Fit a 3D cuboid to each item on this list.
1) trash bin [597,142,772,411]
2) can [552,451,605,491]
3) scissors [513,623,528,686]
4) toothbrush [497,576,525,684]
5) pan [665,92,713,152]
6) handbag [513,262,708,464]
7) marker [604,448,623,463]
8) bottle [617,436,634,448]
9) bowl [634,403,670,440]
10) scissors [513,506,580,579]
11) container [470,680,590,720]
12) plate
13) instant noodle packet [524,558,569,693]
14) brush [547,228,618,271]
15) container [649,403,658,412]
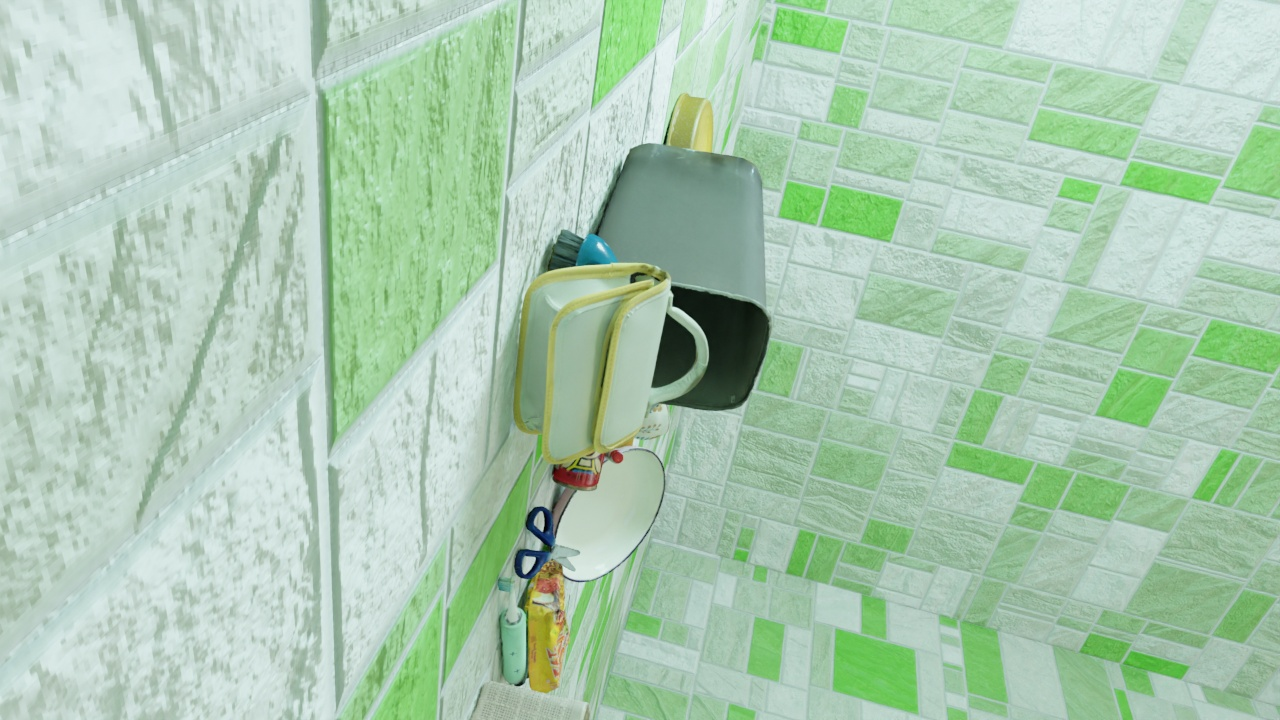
[{"bbox_3d":[0.037,-0.094,0.972,0.199,0.198,0.219,99,1,-55],"label":"trash bin"},{"bbox_3d":[-0.060,0.077,1.037,0.053,0.053,0.133,-37,140,-80],"label":"can"},{"bbox_3d":[-0.128,0.320,1.144,0.143,0.019,0.180,-16,122,-83],"label":"scissors"},{"bbox_3d":[-0.134,0.285,0.965,0.225,0.027,0.026,98,-5,-48],"label":"toothbrush"},{"bbox_3d":[0.050,-0.228,1.407,0.197,0.078,0.358,-61,158,-57],"label":"pan"},{"bbox_3d":[-0.011,0.000,0.766,0.063,0.178,0.164,49,-40,42],"label":"handbag"},{"bbox_3d":[-0.049,0.105,1.098,0.145,0.017,0.017,-168,-87,-70],"label":"marker"},{"bbox_3d":[-0.047,0.130,1.219,0.067,0.068,0.190,-62,165,-66],"label":"bottle"},{"bbox_3d":[-0.014,0.067,1.319,0.062,0.113,0.114,-24,146,-23],"label":"bowl"},{"bbox_3d":[-0.096,0.202,1.023,0.172,0.012,0.133,-24,122,-67],"label":"scissors"},{"bbox_3d":[-0.118,0.389,0.948,0.090,0.111,0.090,93,12,-61],"label":"container"},{"bbox_3d":[-0.048,0.189,1.166,0.191,0.039,0.193,-28,133,-35],"label":"plate"},{"bbox_3d":[-0.108,0.310,1.067,0.110,0.044,0.128,-77,168,-68],"label":"instant noodle packet"},{"bbox_3d":[-0.046,-0.044,0.795,0.055,0.073,0.144,-64,168,-48],"label":"brush"},{"bbox_3d":[-0.007,0.007,1.116,0.112,0.090,0.089,126,-19,-56],"label":"container"}]
